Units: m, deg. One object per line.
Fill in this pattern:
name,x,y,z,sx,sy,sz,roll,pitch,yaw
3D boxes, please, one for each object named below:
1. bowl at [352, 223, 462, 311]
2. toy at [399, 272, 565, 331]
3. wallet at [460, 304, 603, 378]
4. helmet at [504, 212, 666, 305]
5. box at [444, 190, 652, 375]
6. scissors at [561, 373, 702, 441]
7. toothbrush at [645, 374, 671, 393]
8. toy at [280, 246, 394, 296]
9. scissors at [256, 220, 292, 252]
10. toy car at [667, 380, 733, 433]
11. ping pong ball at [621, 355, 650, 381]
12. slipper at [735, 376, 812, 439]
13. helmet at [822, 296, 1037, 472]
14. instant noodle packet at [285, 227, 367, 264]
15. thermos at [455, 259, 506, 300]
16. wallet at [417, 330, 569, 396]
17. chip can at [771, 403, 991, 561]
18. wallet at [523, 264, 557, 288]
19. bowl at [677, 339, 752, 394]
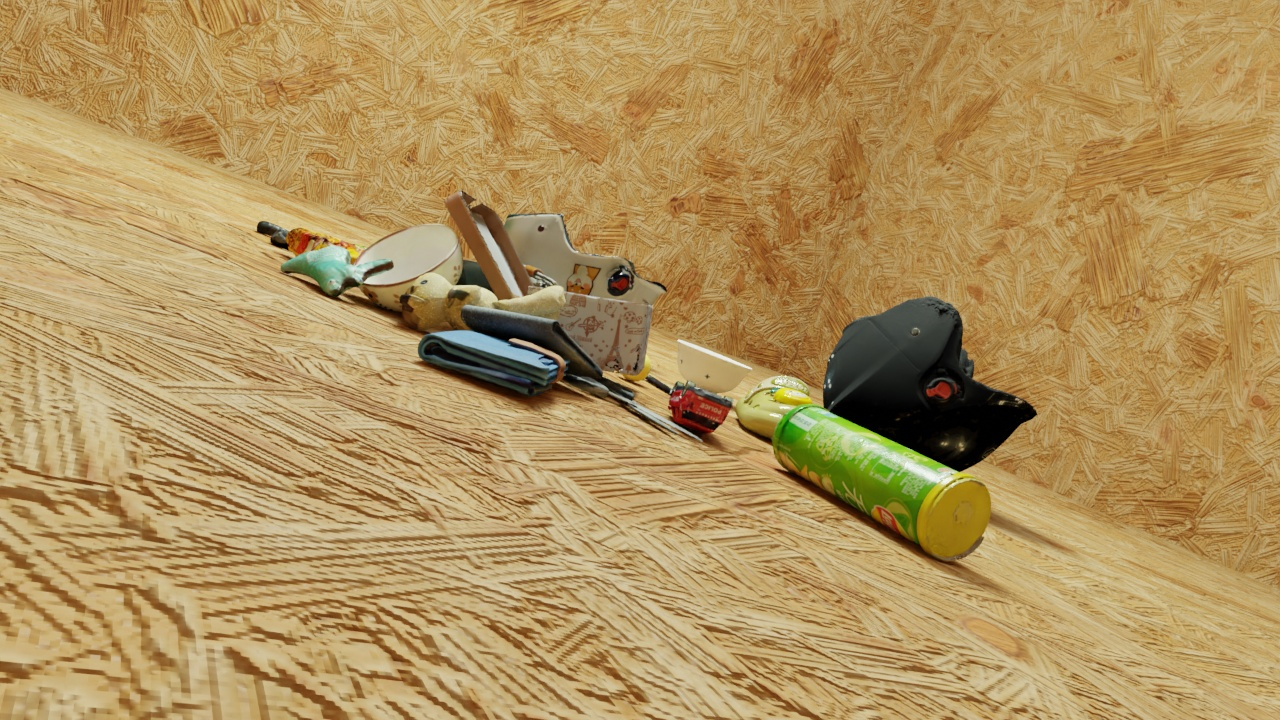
bowl,-0.233,-0.087,0.950,0.113,0.113,0.062,25,-36,40
toy,-0.151,-0.054,0.886,0.157,0.066,0.105,0,-17,-11
wallet,-0.097,-0.014,0.844,0.097,0.019,0.121,11,-18,25
helmet,-0.110,-0.115,1.429,0.274,0.157,0.230,31,-2,-23
box,-0.103,-0.070,1.013,0.272,0.130,0.179,36,3,2
scissors,-0.010,0.041,0.898,0.163,0.014,0.166,21,5,4
toothbrush,0.041,0.038,1.186,0.015,0.018,0.181,16,5,-25
toy,-0.295,-0.088,0.899,0.096,0.030,0.092,-22,38,-24
scissors,-0.410,-0.145,1.228,0.225,0.022,0.220,22,5,15
toy car,0.056,0.048,0.925,0.053,0.045,0.120,23,-2,-4
ping pong ball,-0.007,0.007,1.161,0.040,0.040,0.040,21,4,-2
slipper,0.171,0.057,1.155,0.091,0.081,0.190,18,2,-6
helmet,0.379,0.052,1.249,0.275,0.230,0.233,32,2,26
instant noodle packet,-0.337,-0.115,1.071,0.128,0.044,0.111,18,9,-39
thermos,-0.232,-0.093,1.227,0.090,0.068,0.242,45,8,4
wallet,-0.116,-0.001,0.761,0.106,0.040,0.133,17,4,2
chip can,0.202,0.099,0.809,0.072,0.072,0.221,19,5,-29
wallet,-0.139,-0.081,1.274,0.036,0.107,0.130,-26,31,-26
bowl,0.098,0.020,1.355,0.118,0.065,0.118,22,4,-2
